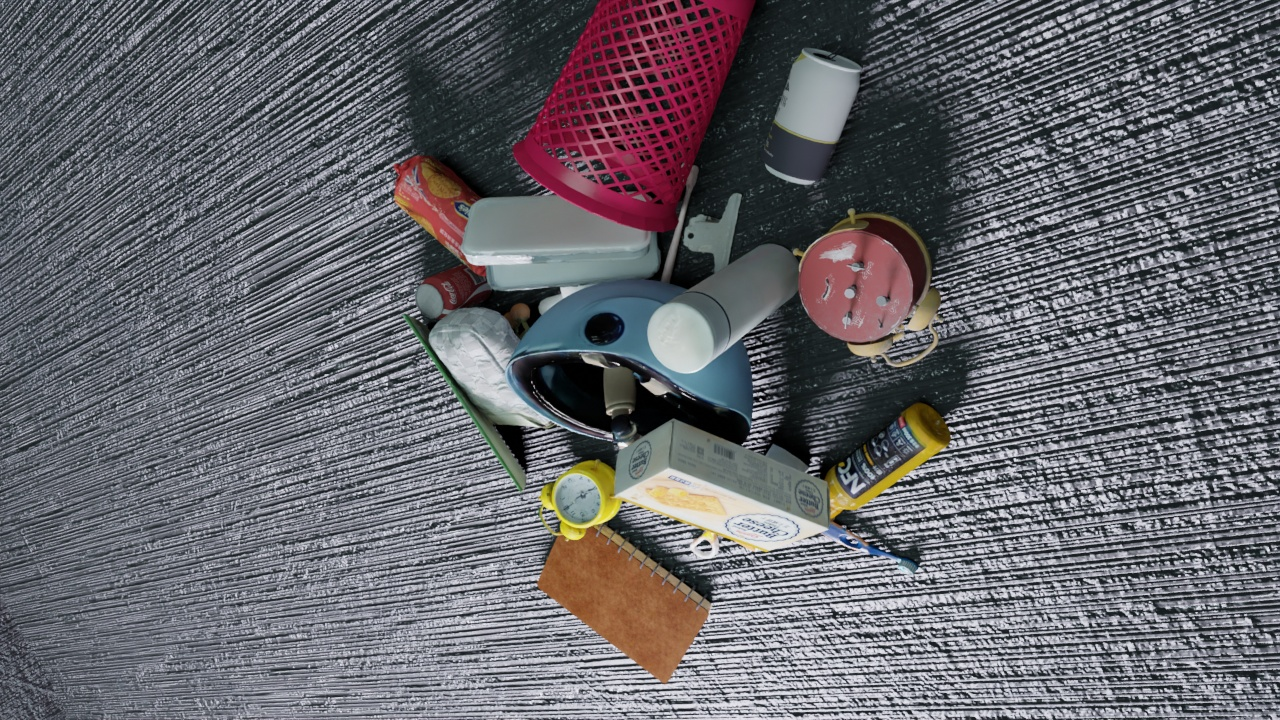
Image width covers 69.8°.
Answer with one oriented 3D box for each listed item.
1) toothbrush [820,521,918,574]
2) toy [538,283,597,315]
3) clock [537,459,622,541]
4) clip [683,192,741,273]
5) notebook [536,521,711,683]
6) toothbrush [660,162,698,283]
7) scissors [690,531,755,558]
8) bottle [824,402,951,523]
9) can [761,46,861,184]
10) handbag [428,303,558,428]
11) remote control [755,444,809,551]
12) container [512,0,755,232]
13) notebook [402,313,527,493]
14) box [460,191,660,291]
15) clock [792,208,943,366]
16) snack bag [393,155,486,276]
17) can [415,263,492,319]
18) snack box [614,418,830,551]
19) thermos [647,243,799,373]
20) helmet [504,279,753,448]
[{"bbox_3d":[0.245,0.205,1.029,0.135,0.017,0.022,25,118,20],"label":"toothbrush"},{"bbox_3d":[-0.068,-0.081,1.082,0.076,0.037,0.126,44,119,13],"label":"toy"},{"bbox_3d":[-0.078,0.179,1.171,0.119,0.057,0.083,-38,81,20],"label":"clock"},{"bbox_3d":[0.073,-0.134,0.983,0.054,0.038,0.102,14,116,11],"label":"clip"},{"bbox_3d":[-0.024,0.310,1.227,0.225,0.024,0.168,34,124,15],"label":"notebook"},{"bbox_3d":[0.035,-0.130,1.015,0.018,0.015,0.181,28,121,26],"label":"toothbrush"},{"bbox_3d":[0.087,0.202,1.112,0.125,0.011,0.129,31,131,30],"label":"scissors"},{"bbox_3d":[0.241,0.117,0.972,0.053,0.053,0.187,47,125,5],"label":"bottle"},{"bbox_3d":[0.163,-0.235,0.865,0.064,0.064,0.128,28,121,18],"label":"can"},{"bbox_3d":[-0.163,-0.003,1.110,0.113,0.123,0.171,0,135,45],"label":"handbag"},{"bbox_3d":[0.143,0.162,1.066,0.049,0.024,0.144,34,123,15],"label":"remote control"},{"bbox_3d":[0.003,-0.270,0.890,0.183,0.182,0.226,34,116,14],"label":"container"},{"bbox_3d":[-0.217,0.053,1.163,0.010,0.182,0.252,-33,91,-7],"label":"notebook"},{"bbox_3d":[-0.081,-0.126,1.031,0.216,0.107,0.110,1,146,8],"label":"box"},{"bbox_3d":[0.223,-0.064,0.890,0.117,0.081,0.159,-36,90,36],"label":"clock"},{"bbox_3d":[-0.222,-0.176,1.111,0.176,0.082,0.083,41,125,9],"label":"snack bag"},{"bbox_3d":[-0.231,-0.087,1.138,0.054,0.096,0.054,12,115,26],"label":"can"},{"bbox_3d":[0.086,0.135,0.958,0.207,0.057,0.104,24,145,-24],"label":"snack box"},{"bbox_3d":[0.087,-0.056,0.883,0.068,0.229,0.068,11,115,25],"label":"thermos"},{"bbox_3d":[-0.006,0.006,0.987,0.266,0.166,0.226,8,150,9],"label":"helmet"}]
